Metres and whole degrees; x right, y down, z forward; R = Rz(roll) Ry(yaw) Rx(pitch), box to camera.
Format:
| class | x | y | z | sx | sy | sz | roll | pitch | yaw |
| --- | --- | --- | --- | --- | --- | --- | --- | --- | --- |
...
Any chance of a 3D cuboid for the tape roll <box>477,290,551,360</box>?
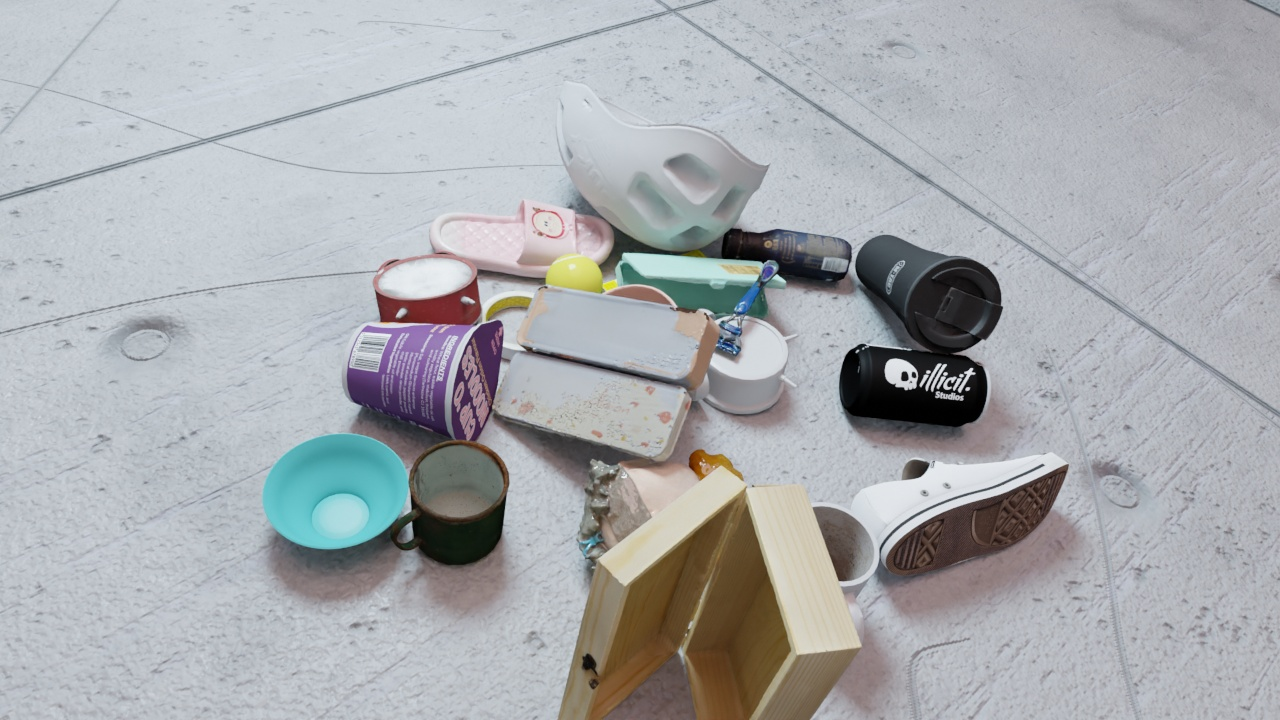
| class | x | y | z | sx | sy | sz | roll | pitch | yaw |
| --- | --- | --- | --- | --- | --- | --- | --- | --- | --- |
| tape roll | -0.133 | -0.039 | 1.021 | 0.094 | 0.019 | 0.093 | 6 | 47 | -6 |

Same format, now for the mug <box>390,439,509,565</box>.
| class | x | y | z | sx | sy | sz | roll | pitch | yaw |
| --- | --- | --- | --- | --- | --- | --- | --- | --- | --- |
| mug | -0.171 | 0.134 | 0.806 | 0.110 | 0.081 | 0.085 | -32 | 61 | -34 |

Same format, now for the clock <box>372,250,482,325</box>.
| class | x | y | z | sx | sy | sz | roll | pitch | yaw |
| --- | --- | --- | --- | --- | --- | --- | --- | --- | --- |
| clock | -0.234 | -0.074 | 1.003 | 0.109 | 0.062 | 0.156 | -13 | 34 | -16 |

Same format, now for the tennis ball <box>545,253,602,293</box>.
| class | x | y | z | sx | sy | sz | roll | pitch | yaw |
| --- | --- | --- | --- | --- | --- | --- | --- | --- | --- |
| tennis ball | -0.076 | -0.089 | 1.048 | 0.065 | 0.065 | 0.065 | 6 | 47 | -7 |

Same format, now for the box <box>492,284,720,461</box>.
| class | x | y | z | sx | sy | sz | roll | pitch | yaw |
| --- | --- | --- | --- | --- | --- | --- | --- | --- | --- |
| box | -0.040 | 0.009 | 0.896 | 0.217 | 0.043 | 0.150 | 13 | 79 | 34 |

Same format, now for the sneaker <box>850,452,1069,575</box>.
| class | x | y | z | sx | sy | sz | roll | pitch | yaw |
| --- | --- | --- | --- | --- | --- | --- | --- | --- | --- |
| sneaker | 0.313 | 0.136 | 0.918 | 0.245 | 0.091 | 0.097 | -14 | 37 | -22 |

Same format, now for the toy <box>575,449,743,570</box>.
| class | x | y | z | sx | sy | sz | roll | pitch | yaw |
| --- | --- | --- | --- | --- | --- | --- | --- | --- | --- |
| toy | 0.018 | 0.138 | 0.849 | 0.175 | 0.076 | 0.132 | -20 | 79 | -26 |

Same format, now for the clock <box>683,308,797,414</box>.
| class | x | y | z | sx | sy | sz | roll | pitch | yaw |
| --- | --- | --- | --- | --- | --- | --- | --- | --- | --- |
| clock | 0.090 | 0.000 | 1.009 | 0.159 | 0.061 | 0.119 | 8 | 48 | 1 |

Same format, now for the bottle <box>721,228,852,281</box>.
| class | x | y | z | sx | sy | sz | roll | pitch | yaw |
| --- | --- | --- | --- | --- | --- | --- | --- | --- | --- |
| bottle | 0.183 | -0.136 | 1.155 | 0.160 | 0.056 | 0.056 | 8 | 46 | -5 |

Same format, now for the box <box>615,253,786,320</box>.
| class | x | y | z | sx | sy | sz | roll | pitch | yaw |
| --- | --- | --- | --- | --- | --- | --- | --- | --- | --- |
| box | 0.072 | -0.095 | 1.044 | 0.188 | 0.080 | 0.077 | 1 | 68 | -24 |

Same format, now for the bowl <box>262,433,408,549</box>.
| class | x | y | z | sx | sy | sz | roll | pitch | yaw |
| --- | --- | --- | --- | --- | --- | --- | --- | --- | --- |
| bowl | -0.268 | 0.127 | 0.816 | 0.121 | 0.046 | 0.121 | 6 | 46 | -7 |

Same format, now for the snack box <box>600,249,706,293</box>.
| class | x | y | z | sx | sy | sz | roll | pitch | yaw |
| --- | --- | --- | --- | --- | --- | --- | --- | --- | --- |
| snack box | 0.028 | -0.086 | 1.095 | 0.148 | 0.026 | 0.061 | -23 | 57 | -29 |

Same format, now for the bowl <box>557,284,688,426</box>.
| class | x | y | z | sx | sy | sz | roll | pitch | yaw |
| --- | --- | --- | --- | --- | --- | --- | --- | --- | --- |
| bowl | -0.006 | 0.006 | 0.948 | 0.153 | 0.076 | 0.152 | -13 | 63 | 26 |

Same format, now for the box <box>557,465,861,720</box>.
| class | x | y | z | sx | sy | sz | roll | pitch | yaw |
| --- | --- | --- | --- | --- | --- | --- | --- | --- | --- |
| box | 0.045 | 0.201 | 0.677 | 0.184 | 0.249 | 0.141 | 15 | 45 | 1 |

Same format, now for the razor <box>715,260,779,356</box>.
| class | x | y | z | sx | sy | sz | roll | pitch | yaw |
| --- | --- | --- | --- | --- | --- | --- | --- | --- | --- |
| razor | 0.117 | -0.065 | 1.005 | 0.044 | 0.018 | 0.140 | 25 | 58 | 16 |

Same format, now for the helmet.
| class | x | y | z | sx | sy | sz | roll | pitch | yaw |
| --- | --- | --- | --- | --- | --- | --- | --- | --- | --- |
| helmet | 0.009 | -0.254 | 1.126 | 0.282 | 0.184 | 0.224 | 51 | 18 | 23 |

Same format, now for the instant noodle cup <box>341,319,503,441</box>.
| class | x | y | z | sx | sy | sz | roll | pitch | yaw |
| --- | --- | --- | --- | --- | --- | --- | --- | --- | --- |
| instant noodle cup | -0.215 | 0.007 | 0.902 | 0.122 | 0.122 | 0.136 | 10 | 54 | 10 |

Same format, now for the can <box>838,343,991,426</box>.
| class | x | y | z | sx | sy | sz | roll | pitch | yaw |
| --- | --- | --- | --- | --- | --- | --- | --- | --- | --- |
| can | 0.300 | 0.028 | 1.010 | 0.146 | 0.080 | 0.080 | 6 | 46 | -7 |

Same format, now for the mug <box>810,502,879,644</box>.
| class | x | y | z | sx | sy | sz | roll | pitch | yaw |
| --- | --- | --- | --- | --- | --- | --- | --- | --- | --- |
| mug | 0.161 | 0.201 | 0.806 | 0.083 | 0.097 | 0.119 | -8 | 50 | -19 |

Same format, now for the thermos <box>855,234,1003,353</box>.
| class | x | y | z | sx | sy | sz | roll | pitch | yaw |
| --- | --- | --- | --- | --- | --- | --- | --- | --- | --- |
| thermos | 0.322 | -0.089 | 1.067 | 0.106 | 0.106 | 0.218 | 3 | 19 | -9 |

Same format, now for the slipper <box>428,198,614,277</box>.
| class | x | y | z | sx | sy | sz | roll | pitch | yaw |
| --- | --- | --- | --- | --- | --- | --- | --- | --- | --- |
| slipper | -0.139 | -0.147 | 1.096 | 0.221 | 0.056 | 0.106 | 0 | 49 | -13 |
